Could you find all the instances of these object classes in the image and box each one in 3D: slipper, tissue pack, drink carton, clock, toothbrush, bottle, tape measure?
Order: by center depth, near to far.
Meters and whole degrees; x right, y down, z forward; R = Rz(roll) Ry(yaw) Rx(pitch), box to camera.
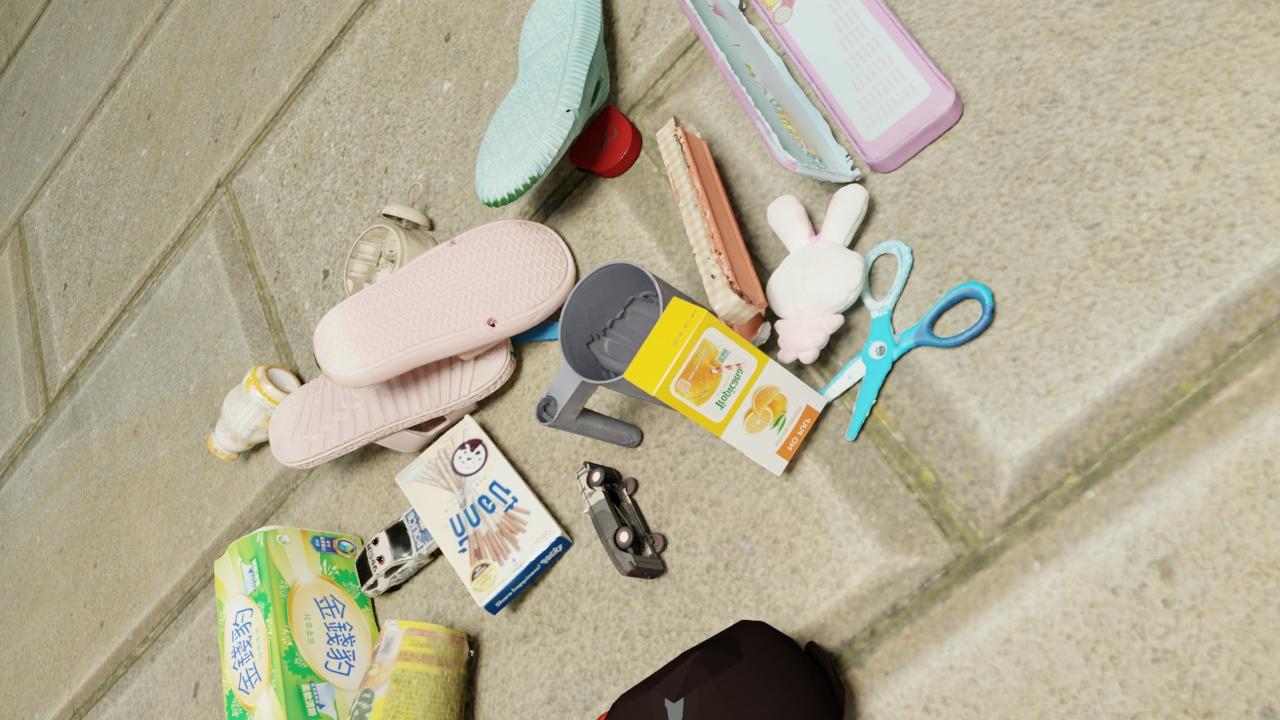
[{"bbox_3d":[0.057,0.019,0.575,0.058,0.122,0.040,-57,31,-1],"label":"drink carton"},{"bbox_3d":[-0.154,-0.041,0.740,0.221,0.056,0.106,-26,61,-11],"label":"slipper"},{"bbox_3d":[-0.057,-0.024,0.742,0.167,0.014,0.016,-4,73,39],"label":"toothbrush"},{"bbox_3d":[-0.028,-0.175,0.762,0.059,0.019,0.051,-47,58,15],"label":"tape measure"},{"bbox_3d":[-0.304,0.256,0.771,0.142,0.120,0.197,-35,51,23],"label":"tissue pack"},{"bbox_3d":[-0.068,-0.229,0.774,0.116,0.069,0.275,-26,44,37],"label":"slipper"},{"bbox_3d":[-0.210,0.031,0.801,0.239,0.064,0.094,-23,61,12],"label":"slipper"},{"bbox_3d":[-0.234,-0.103,0.866,0.093,0.054,0.140,14,86,38],"label":"clock"},{"bbox_3d":[-0.391,0.055,0.924,0.109,0.063,0.063,-44,55,17],"label":"bottle"}]

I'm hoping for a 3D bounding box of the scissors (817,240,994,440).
[{"bbox_3d":[0.163,-0.006,0.575,0.113,0.013,0.140,17,84,41],"label":"scissors"}]

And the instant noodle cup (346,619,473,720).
[{"bbox_3d":[-0.172,0.255,0.689,0.102,0.102,0.108,-8,62,34],"label":"instant noodle cup"}]

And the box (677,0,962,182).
[{"bbox_3d":[0.114,-0.215,0.646,0.140,0.062,0.214,-19,60,-8],"label":"box"}]

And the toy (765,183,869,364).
[{"bbox_3d":[0.115,-0.055,0.608,0.076,0.037,0.125,-8,67,39],"label":"toy"}]

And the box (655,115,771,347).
[{"bbox_3d":[0.045,-0.092,0.642,0.054,0.077,0.186,-8,54,-9],"label":"box"}]

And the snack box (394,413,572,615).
[{"bbox_3d":[-0.126,0.117,0.721,0.082,0.026,0.150,-41,54,-6],"label":"snack box"}]

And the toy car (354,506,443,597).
[{"bbox_3d":[-0.201,0.155,0.770,0.113,0.040,0.048,-39,58,19],"label":"toy car"}]

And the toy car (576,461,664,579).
[{"bbox_3d":[-0.017,0.114,0.647,0.037,0.040,0.092,-43,52,20],"label":"toy car"}]

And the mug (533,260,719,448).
[{"bbox_3d":[-0.004,0.004,0.634,0.084,0.104,0.124,40,100,37],"label":"mug"}]

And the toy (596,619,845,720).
[{"bbox_3d":[0.068,0.241,0.488,0.159,0.140,0.184,-27,67,-16],"label":"toy"}]
